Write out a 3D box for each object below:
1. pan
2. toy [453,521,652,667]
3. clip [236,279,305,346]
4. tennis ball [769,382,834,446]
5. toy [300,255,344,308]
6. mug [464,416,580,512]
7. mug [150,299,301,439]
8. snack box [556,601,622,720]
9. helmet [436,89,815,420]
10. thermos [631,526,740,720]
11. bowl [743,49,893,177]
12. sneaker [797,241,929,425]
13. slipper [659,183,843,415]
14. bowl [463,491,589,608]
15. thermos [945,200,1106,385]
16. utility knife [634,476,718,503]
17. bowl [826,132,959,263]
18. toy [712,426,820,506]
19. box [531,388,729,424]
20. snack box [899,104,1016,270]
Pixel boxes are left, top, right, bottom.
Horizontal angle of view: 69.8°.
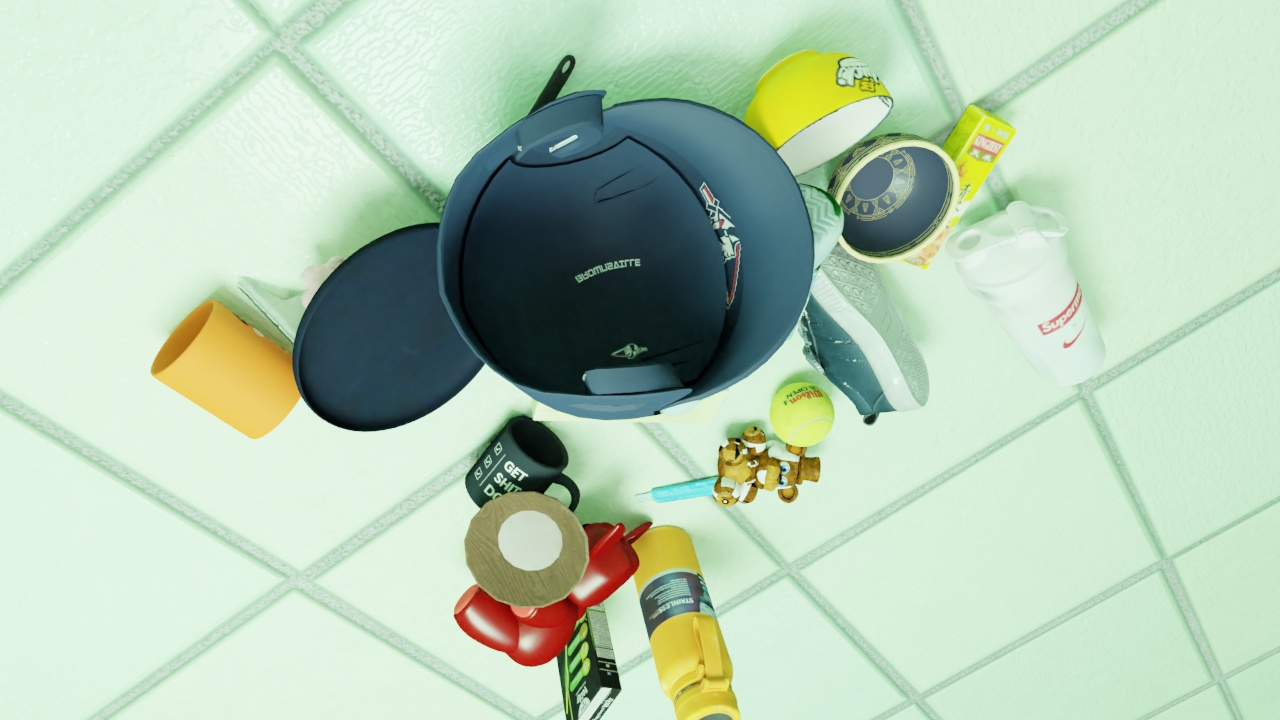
[{"bbox_3d":[-0.151,-0.090,0.744,0.357,0.021,0.198,-56,148,12],"label":"pan"},{"bbox_3d":[-0.083,0.227,0.961,0.197,0.120,0.158,-40,162,4],"label":"toy"},{"bbox_3d":[-0.288,-0.031,0.769,0.040,0.101,0.054,-53,164,26],"label":"clip"},{"bbox_3d":[0.164,0.055,0.930,0.065,0.065,0.065,-7,126,-9],"label":"tennis ball"},{"bbox_3d":[-0.231,-0.059,0.759,0.095,0.052,0.099,-1,128,-22],"label":"toy"},{"bbox_3d":[-0.108,0.117,0.894,0.105,0.071,0.078,40,112,1],"label":"mug"},{"bbox_3d":[-0.354,0.013,0.776,0.113,0.077,0.096,-18,133,35],"label":"mug"},{"bbox_3d":[-0.063,0.326,1.019,0.025,0.147,0.080,18,119,-25],"label":"snack box"},{"bbox_3d":[-0.005,-0.074,0.698,0.272,0.223,0.232,-16,87,6],"label":"helmet"},{"bbox_3d":[0.042,0.276,0.955,0.076,0.232,0.091,-20,127,1],"label":"thermos"},{"bbox_3d":[0.131,-0.200,0.726,0.117,0.067,0.117,-25,170,-5],"label":"bowl"},{"bbox_3d":[0.188,-0.034,0.864,0.088,0.089,0.235,-18,118,39],"label":"sneaker"},{"bbox_3d":[0.088,-0.047,0.796,0.074,0.104,0.246,16,122,-36],"label":"slipper"},{"bbox_3d":[-0.105,0.174,0.864,0.118,0.030,0.118,1,103,3],"label":"bowl"},{"bbox_3d":[0.383,-0.063,0.887,0.099,0.099,0.220,-38,130,14],"label":"thermos"},{"bbox_3d":[0.054,0.140,0.998,0.123,0.015,0.022,-7,113,-6],"label":"utility knife"},{"bbox_3d":[0.210,-0.148,0.797,0.112,0.061,0.113,-7,126,-9],"label":"bowl"},{"bbox_3d":[0.133,0.113,0.967,0.112,0.067,0.087,6,109,-2],"label":"toy"},{"bbox_3d":[-0.004,0.009,0.874,0.187,0.047,0.141,4,122,-17],"label":"box"},{"bbox_3d":[0.277,-0.154,0.830,0.040,0.029,0.148,14,121,-23],"label":"snack box"}]
